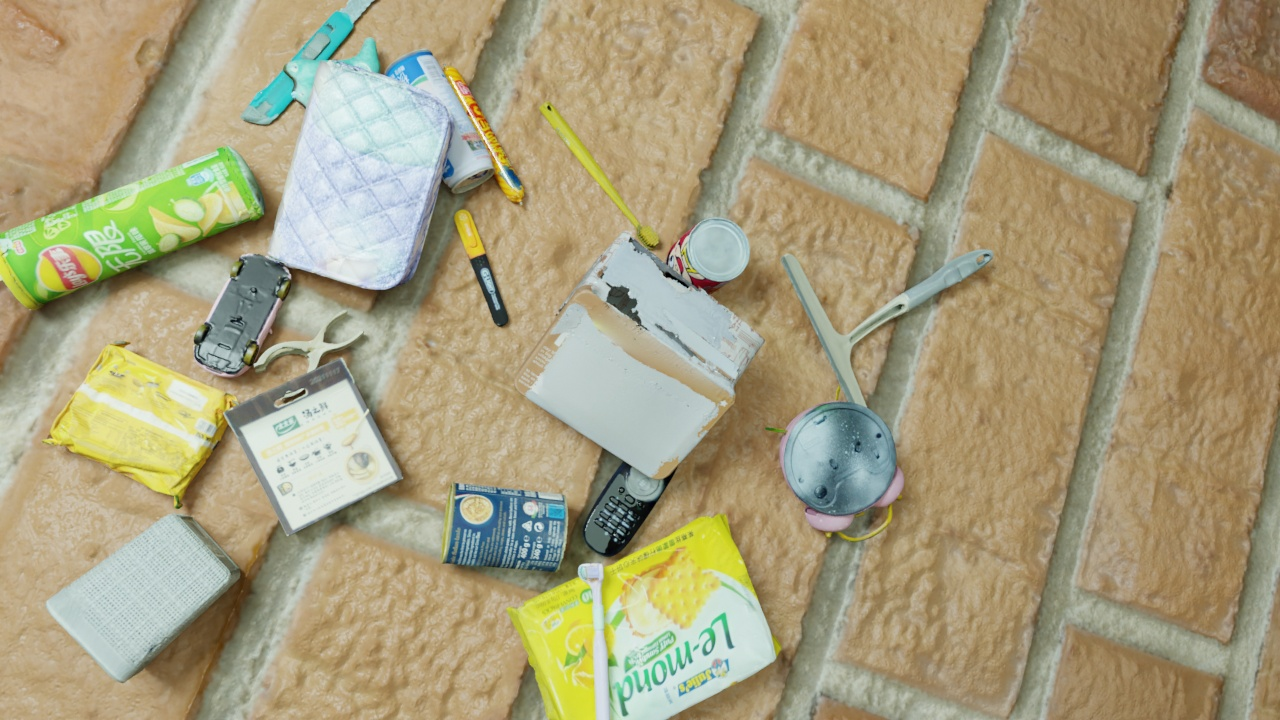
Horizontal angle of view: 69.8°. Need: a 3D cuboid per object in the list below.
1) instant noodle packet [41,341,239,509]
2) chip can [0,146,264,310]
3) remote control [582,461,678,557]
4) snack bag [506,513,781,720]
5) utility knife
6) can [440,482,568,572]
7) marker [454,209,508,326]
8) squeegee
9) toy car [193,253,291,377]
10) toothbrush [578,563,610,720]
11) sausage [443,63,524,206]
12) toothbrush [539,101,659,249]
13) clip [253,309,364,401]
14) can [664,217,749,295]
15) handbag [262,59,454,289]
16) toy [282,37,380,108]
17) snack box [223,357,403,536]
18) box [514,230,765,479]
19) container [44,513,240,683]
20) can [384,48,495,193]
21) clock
[{"bbox_3d":[-0.437,0.056,0.816,0.128,0.044,0.110,30,75,-11],"label":"instant noodle packet"},{"bbox_3d":[-0.452,-0.121,0.821,0.221,0.073,0.072,-27,90,-16],"label":"chip can"},{"bbox_3d":[-0.010,0.135,0.926,0.053,0.024,0.136,37,74,-6],"label":"remote control"},{"bbox_3d":[0.004,0.262,0.890,0.246,0.068,0.158,-22,87,-15],"label":"snack bag"},{"bbox_3d":[-0.320,-0.310,0.910,0.029,0.013,0.207,37,75,-12],"label":"utility knife"},{"bbox_3d":[-0.128,0.158,0.866,0.111,0.075,0.075,8,81,-14],"label":"can"},{"bbox_3d":[-0.159,-0.093,0.922,0.018,0.015,0.124,-21,90,-12],"label":"marker"},{"bbox_3d":[0.293,-0.062,1.022,0.246,0.039,0.246,-32,104,-15],"label":"squeegee"},{"bbox_3d":[-0.368,-0.041,0.852,0.056,0.037,0.122,24,65,-14],"label":"toy car"},{"bbox_3d":[-0.038,0.280,0.831,0.021,0.029,0.189,4,79,-51],"label":"toothbrush"},{"bbox_3d":[-0.161,-0.230,0.936,0.021,0.021,0.165,-30,91,-16],"label":"sausage"},{"bbox_3d":[-0.042,-0.195,0.965,0.015,0.017,0.190,-39,93,-17],"label":"toothbrush"},{"bbox_3d":[-0.305,0.005,0.864,0.104,0.035,0.083,-21,85,-24],"label":"clip"},{"bbox_3d":[0.065,-0.103,0.940,0.066,0.094,0.066,2,82,-14],"label":"can"},{"bbox_3d":[-0.258,-0.167,0.856,0.134,0.075,0.194,18,93,-7],"label":"handbag"},{"bbox_3d":[-0.300,-0.268,0.900,0.091,0.030,0.096,-5,100,-20],"label":"toy"},{"bbox_3d":[-0.297,0.079,0.842,0.113,0.053,0.125,-27,92,-16],"label":"snack box"},{"bbox_3d":[-0.006,0.007,0.879,0.182,0.153,0.178,38,77,-7],"label":"box"},{"bbox_3d":[-0.414,0.195,0.781,0.114,0.090,0.090,-42,95,-19],"label":"container"},{"bbox_3d":[-0.198,-0.236,0.911,0.053,0.053,0.134,-29,91,-16],"label":"can"},{"bbox_3d":[0.210,0.116,0.958,0.117,0.060,0.158,-29,93,-4],"label":"clock"}]
